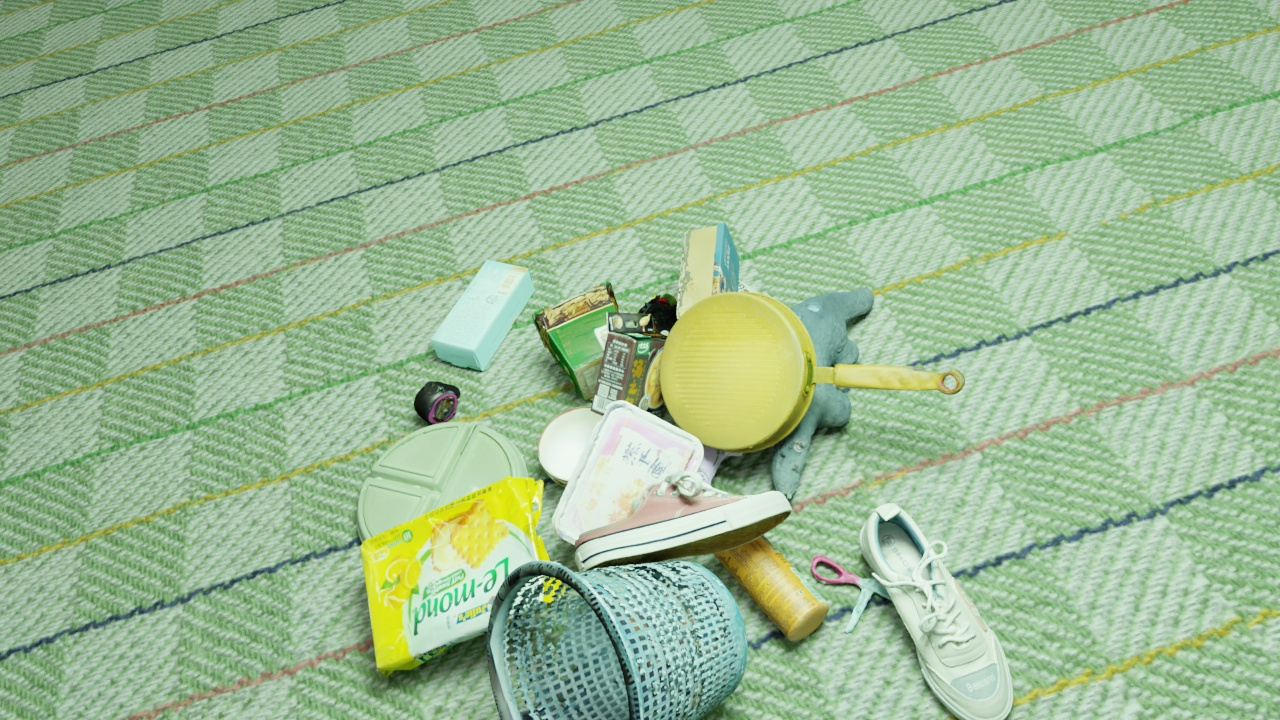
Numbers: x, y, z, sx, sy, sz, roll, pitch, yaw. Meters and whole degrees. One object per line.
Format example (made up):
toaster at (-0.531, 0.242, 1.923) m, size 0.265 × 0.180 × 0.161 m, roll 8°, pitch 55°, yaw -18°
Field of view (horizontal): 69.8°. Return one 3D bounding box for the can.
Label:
can at (0.142, 0.242, 1.027) m, size 0.058 × 0.058 × 0.146 m, roll -33°, pitch 53°, yaw -16°

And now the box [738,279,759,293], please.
box at (0.145, -0.072, 1.283) m, size 0.164 × 0.060 × 0.072 m, roll 38°, pitch 87°, yaw 32°

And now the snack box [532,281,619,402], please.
snack box at (-0.066, -0.020, 1.246) m, size 0.118 × 0.118 × 0.105 m, roll -25°, pitch 56°, yaw -6°

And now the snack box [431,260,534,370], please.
snack box at (-0.230, -0.069, 1.356) m, size 0.074 × 0.052 × 0.174 m, roll 13°, pitch 54°, yaw 22°

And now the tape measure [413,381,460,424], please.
tape measure at (-0.279, 0.059, 1.258) m, size 0.039 × 0.057 × 0.058 m, roll 35°, pitch 98°, yaw 33°

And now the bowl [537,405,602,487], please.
bowl at (-0.069, 0.120, 1.165) m, size 0.113 × 0.062 × 0.113 m, roll -6°, pitch 52°, yaw 8°

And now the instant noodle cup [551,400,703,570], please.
instant noodle cup at (-0.020, 0.146, 1.085) m, size 0.138 × 0.060 × 0.173 m, roll 27°, pitch 81°, yaw -17°

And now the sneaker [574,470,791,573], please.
sneaker at (0.042, 0.166, 0.995) m, size 0.241 × 0.118 × 0.087 m, roll -12°, pitch 64°, yaw -7°

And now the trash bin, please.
trash bin at (-0.009, 0.292, 0.908) m, size 0.194 × 0.227 × 0.226 m, roll -5°, pitch 38°, yaw -43°

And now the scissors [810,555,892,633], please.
scissors at (0.257, 0.247, 1.030) m, size 0.133 × 0.017 × 0.133 m, roll 25°, pitch 64°, yaw 23°

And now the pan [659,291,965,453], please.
pan at (0.190, 0.017, 1.082) m, size 0.358 × 0.078 × 0.197 m, roll 2°, pitch 88°, yaw 32°

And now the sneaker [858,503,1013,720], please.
sneaker at (0.310, 0.255, 0.954) m, size 0.089 × 0.091 × 0.242 m, roll -23°, pitch 59°, yaw -7°

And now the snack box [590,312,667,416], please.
snack box at (-0.007, 0.007, 1.161) m, size 0.053 × 0.113 × 0.126 m, roll 20°, pitch 102°, yaw 29°

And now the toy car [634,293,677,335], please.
toy car at (0.062, -0.040, 1.282) m, size 0.156 × 0.041 × 0.071 m, roll 25°, pitch 60°, yaw 23°

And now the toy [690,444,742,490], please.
toy at (0.069, 0.136, 1.140) m, size 0.084 × 0.039 × 0.107 m, roll 21°, pitch 57°, yaw 22°

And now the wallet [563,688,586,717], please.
wallet at (-0.065, 0.411, 0.942) m, size 0.106 × 0.040 × 0.132 m, roll 34°, pitch 56°, yaw 29°

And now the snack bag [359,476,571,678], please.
snack bag at (-0.204, 0.244, 1.045) m, size 0.247 × 0.068 × 0.158 m, roll -25°, pitch 61°, yaw 13°

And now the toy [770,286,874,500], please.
toy at (0.213, 0.010, 1.179) m, size 0.138 × 0.092 × 0.355 m, roll 36°, pitch 57°, yaw -17°

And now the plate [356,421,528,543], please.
plate at (-0.258, 0.171, 1.184) m, size 0.230 × 0.027 × 0.229 m, roll -6°, pitch 51°, yaw 7°

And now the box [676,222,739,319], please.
box at (0.094, -0.103, 1.242) m, size 0.062 × 0.090 × 0.183 m, roll -6°, pitch 54°, yaw 21°
